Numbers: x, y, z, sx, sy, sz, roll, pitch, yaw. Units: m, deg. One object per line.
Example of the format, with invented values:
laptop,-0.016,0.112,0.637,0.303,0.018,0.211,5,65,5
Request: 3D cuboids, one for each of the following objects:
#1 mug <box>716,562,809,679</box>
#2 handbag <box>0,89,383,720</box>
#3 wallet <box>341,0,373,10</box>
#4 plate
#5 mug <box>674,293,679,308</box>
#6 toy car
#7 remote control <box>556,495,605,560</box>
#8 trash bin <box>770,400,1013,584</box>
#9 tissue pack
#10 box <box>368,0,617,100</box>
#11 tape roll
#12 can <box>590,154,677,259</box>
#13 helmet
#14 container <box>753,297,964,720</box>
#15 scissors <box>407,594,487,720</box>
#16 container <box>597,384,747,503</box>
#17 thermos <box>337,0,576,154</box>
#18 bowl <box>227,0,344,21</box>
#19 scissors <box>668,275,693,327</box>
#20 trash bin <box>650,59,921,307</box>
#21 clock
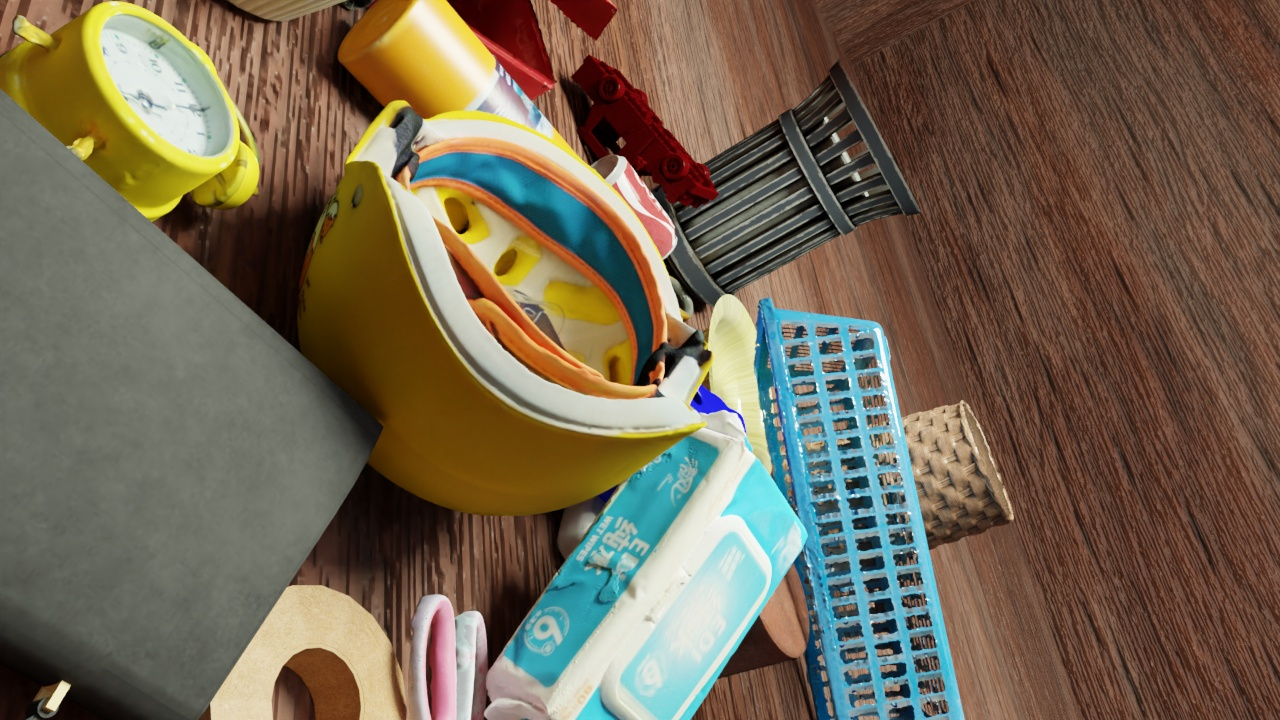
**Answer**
mug,0.049,0.156,0.625,0.096,0.110,0.122,55,27,-35
handbag,-0.197,0.048,0.282,0.176,0.072,0.195,50,33,-32
wallet,-0.180,-0.305,0.586,0.054,0.101,0.131,-6,72,-56
plate,0.080,0.033,0.857,0.184,0.036,0.184,-9,90,-67
mug,-0.004,0.004,0.673,0.121,0.085,0.094,43,34,-32
toy car,-0.004,-0.205,0.864,0.170,0.062,0.070,53,22,15
remote control,-0.022,0.103,0.621,0.060,0.028,0.114,54,27,-21
trash bin,0.237,0.126,0.900,0.151,0.211,0.151,46,31,-38
tissue pack,0.007,0.135,0.501,0.209,0.066,0.117,-51,133,-18
box,-0.128,-0.279,0.688,0.137,0.127,0.157,54,22,25
tape roll,-0.136,0.138,0.362,0.094,0.027,0.093,45,32,-39
can,-0.011,-0.132,0.821,0.096,0.054,0.053,49,30,-33
helmet,-0.080,-0.017,0.480,0.209,0.140,0.239,37,24,-18
container,0.163,0.145,0.719,0.257,0.089,0.362,62,19,-77
scissors,-0.083,0.199,0.419,0.101,0.016,0.178,62,21,-72
container,0.005,0.049,0.591,0.113,0.085,0.084,39,33,-32
thermos,-0.094,-0.142,0.629,0.232,0.076,0.091,46,6,-37
bowl,-0.209,-0.243,0.512,0.115,0.063,0.115,44,33,-39
scissors,0.003,-0.041,0.813,0.228,0.016,0.114,13,57,-61
trash bin,0.135,-0.164,0.916,0.164,0.228,0.164,51,22,-30
clock,-0.211,-0.103,0.393,0.083,0.057,0.118,66,16,0
